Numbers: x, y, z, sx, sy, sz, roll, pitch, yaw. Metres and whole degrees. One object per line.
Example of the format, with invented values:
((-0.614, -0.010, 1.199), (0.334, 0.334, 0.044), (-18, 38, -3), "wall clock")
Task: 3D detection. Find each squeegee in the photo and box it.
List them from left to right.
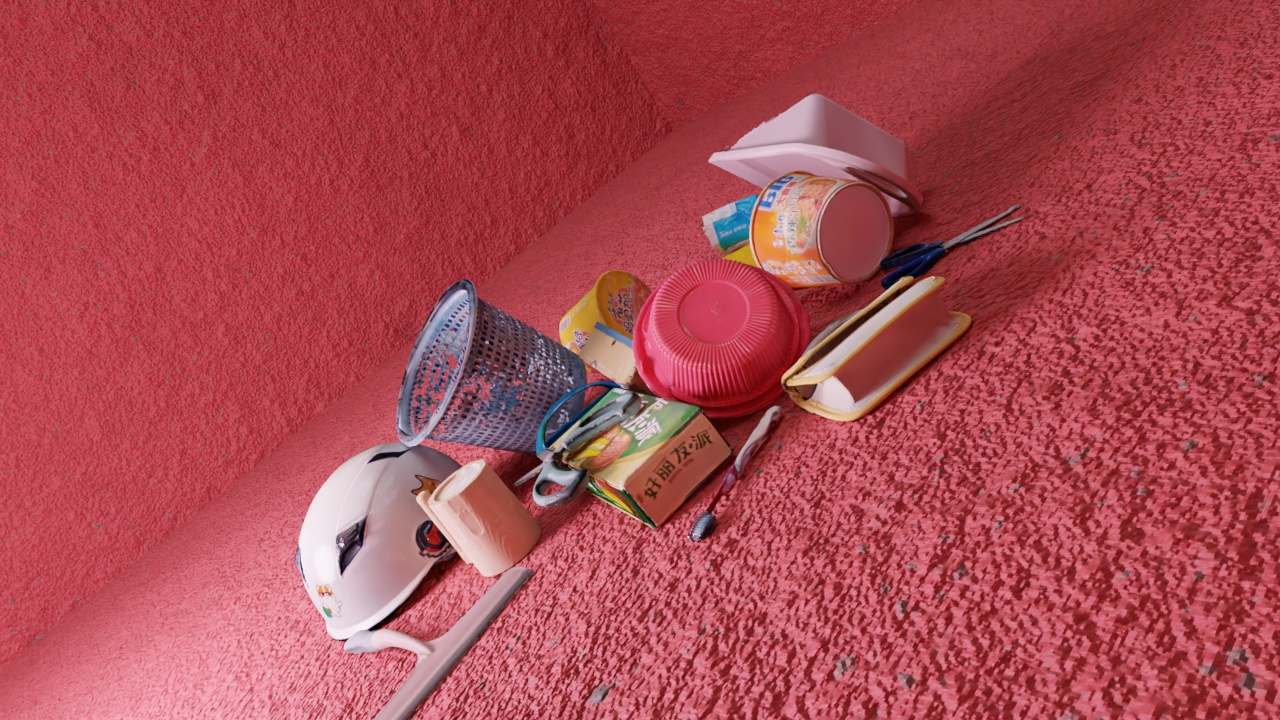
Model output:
((-0.265, 0.300, 0.966), (0.250, 0.040, 0.246), (-17, 25, 49), "squeegee")

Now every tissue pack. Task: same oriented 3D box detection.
((0.154, -0.187, 1.332), (0.090, 0.063, 0.140), (-20, -13, 20), "tissue pack")

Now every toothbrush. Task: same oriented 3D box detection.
((0.094, 0.101, 0.856), (0.017, 0.016, 0.187), (-8, 31, 42), "toothbrush")

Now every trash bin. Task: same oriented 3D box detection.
((-0.188, 0.031, 1.219), (0.227, 0.195, 0.226), (-40, 39, 42), "trash bin")

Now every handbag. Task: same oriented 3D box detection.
((0.209, -0.019, 0.901), (0.163, 0.063, 0.179), (-37, 13, -12), "handbag")

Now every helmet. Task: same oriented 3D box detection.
((-0.336, 0.202, 1.169), (0.231, 0.157, 0.273), (-24, 19, 34), "helmet")

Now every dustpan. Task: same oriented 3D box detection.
((0.237, -0.233, 1.219), (0.274, 0.222, 0.138), (-37, 39, 56), "dustpan")

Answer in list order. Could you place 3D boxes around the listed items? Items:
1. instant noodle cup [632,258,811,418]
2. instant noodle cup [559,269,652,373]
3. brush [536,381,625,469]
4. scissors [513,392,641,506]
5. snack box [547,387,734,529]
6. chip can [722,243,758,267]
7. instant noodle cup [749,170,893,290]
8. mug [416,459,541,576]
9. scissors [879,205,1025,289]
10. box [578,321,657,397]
((0.082, -0.038, 0.977), (0.193, 0.194, 0.066), (-37, -27, -8), "instant noodle cup")
((-0.047, -0.049, 1.371), (0.110, 0.138, 0.137), (-33, 13, 40), "instant noodle cup")
((-0.077, 0.074, 1.167), (0.143, 0.073, 0.055), (-41, 12, -19), "brush")
((-0.067, 0.100, 0.952), (0.170, 0.019, 0.179), (-34, 18, 9), "scissors")
((-0.008, 0.097, 0.981), (0.114, 0.063, 0.240), (-43, 17, -14), "snack box")
((0.169, -0.133, 1.273), (0.214, 0.072, 0.071), (-25, 19, 34), "chip can")
((0.225, -0.155, 1.112), (0.151, 0.151, 0.111), (-40, 25, -18), "instant noodle cup")
((-0.188, 0.179, 1.035), (0.125, 0.103, 0.084), (-19, 22, 42), "mug")
((0.337, -0.124, 1.020), (0.156, 0.012, 0.166), (-42, 18, -28), "scissors")
((-0.007, 0.007, 1.146), (0.059, 0.089, 0.184), (-62, 29, -1), "box")
